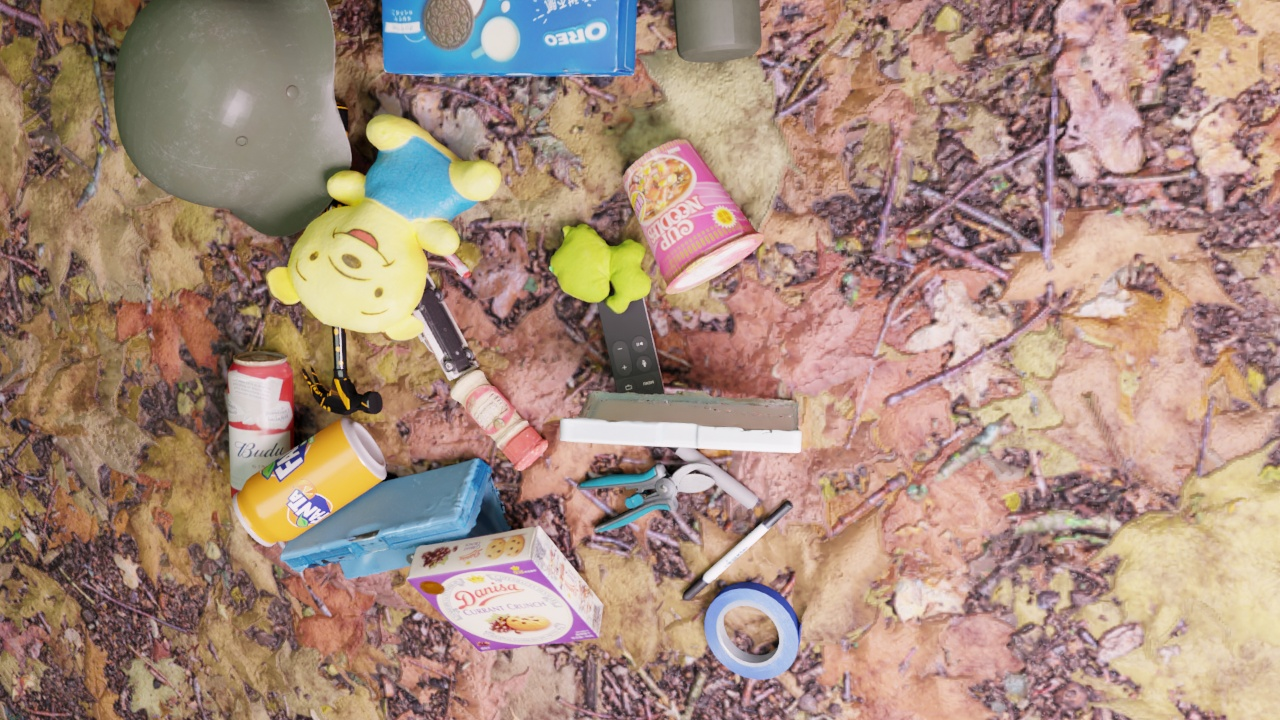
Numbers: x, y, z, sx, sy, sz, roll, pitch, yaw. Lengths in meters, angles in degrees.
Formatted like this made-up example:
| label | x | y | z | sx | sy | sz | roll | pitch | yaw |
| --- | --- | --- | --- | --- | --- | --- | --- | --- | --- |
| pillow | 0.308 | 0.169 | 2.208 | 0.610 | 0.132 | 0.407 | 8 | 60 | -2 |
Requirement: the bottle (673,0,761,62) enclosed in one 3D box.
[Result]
| label | x | y | z | sx | sy | sz | roll | pitch | yaw |
| --- | --- | --- | --- | --- | --- | --- | --- | --- | --- |
| bottle | 0.058 | -0.357 | 0.755 | 0.071 | 0.071 | 0.207 | -1 | 100 | 19 |

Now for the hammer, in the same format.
| label | x | y | z | sx | sy | sz | roll | pitch | yaw |
| --- | --- | --- | --- | --- | --- | --- | --- | --- | --- |
| hammer | -0.316 | -0.102 | 0.948 | 0.123 | 0.036 | 0.321 | 7 | 101 | 38 |

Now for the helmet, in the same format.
| label | x | y | z | sx | sy | sz | roll | pitch | yaw |
| --- | --- | --- | --- | --- | --- | --- | --- | --- | --- |
| helmet | -0.398 | -0.251 | 0.863 | 0.227 | 0.153 | 0.268 | 44 | 115 | 20 |

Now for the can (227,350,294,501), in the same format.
| label | x | y | z | sx | sy | sz | roll | pitch | yaw |
| --- | --- | --- | --- | --- | --- | --- | --- | --- | --- |
| can | -0.415 | 0.078 | 1.007 | 0.067 | 0.067 | 0.170 | 8 | 103 | 17 |

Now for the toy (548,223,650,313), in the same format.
| label | x | y | z | sx | sy | sz | roll | pitch | yaw |
| --- | --- | --- | --- | --- | --- | --- | --- | --- | --- |
| toy | -0.038 | -0.087 | 0.860 | 0.094 | 0.036 | 0.094 | -14 | 80 | 10 |

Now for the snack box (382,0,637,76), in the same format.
| label | x | y | z | sx | sy | sz | roll | pitch | yaw |
| --- | --- | --- | --- | --- | --- | --- | --- | --- | --- |
| snack box | -0.119 | -0.358 | 0.825 | 0.239 | 0.056 | 0.196 | 6 | 103 | 17 |

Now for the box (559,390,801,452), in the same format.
| label | x | y | z | sx | sy | sz | roll | pitch | yaw |
| --- | --- | --- | --- | --- | --- | --- | --- | --- | --- |
| box | 0.039 | 0.056 | 0.793 | 0.197 | 0.136 | 0.049 | 3 | 102 | 8 |

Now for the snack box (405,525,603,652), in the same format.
| label | x | y | z | sx | sy | sz | roll | pitch | yaw |
| --- | --- | --- | --- | --- | --- | --- | --- | --- | --- |
| snack box | -0.132 | 0.231 | 0.916 | 0.144 | 0.040 | 0.148 | -13 | 131 | 21 |

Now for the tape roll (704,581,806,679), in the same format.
| label | x | y | z | sx | sy | sz | roll | pitch | yaw |
| --- | --- | --- | --- | --- | --- | --- | --- | --- | --- |
| tape roll | 0.109 | 0.262 | 0.890 | 0.093 | 0.016 | 0.091 | 19 | 106 | 15 |

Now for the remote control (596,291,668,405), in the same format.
| label | x | y | z | sx | sy | sz | roll | pitch | yaw |
| --- | --- | --- | --- | --- | --- | --- | --- | --- | --- |
| remote control | -0.005 | 0.005 | 0.871 | 0.045 | 0.008 | 0.146 | -13 | 90 | 13 |

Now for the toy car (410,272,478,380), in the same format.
| label | x | y | z | sx | sy | sz | roll | pitch | yaw |
| --- | --- | --- | --- | --- | --- | --- | --- | --- | --- |
| toy car | -0.210 | -0.033 | 0.932 | 0.039 | 0.039 | 0.113 | -27 | 92 | 42 |

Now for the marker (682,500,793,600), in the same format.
| label | x | y | z | sx | sy | sz | roll | pitch | yaw |
| --- | --- | --- | --- | --- | --- | --- | --- | --- | --- |
| marker | 0.092 | 0.185 | 0.884 | 0.011 | 0.011 | 0.152 | 45 | 110 | 6 |

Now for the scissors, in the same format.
| label | x | y | z | sx | sy | sz | roll | pitch | yaw |
| --- | --- | --- | --- | --- | --- | --- | --- | --- | --- |
| scissors | 0.000 | 0.131 | 0.896 | 0.128 | 0.019 | 0.153 | 30 | 113 | 16 |

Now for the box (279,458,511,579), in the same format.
| label | x | y | z | sx | sy | sz | roll | pitch | yaw |
| --- | --- | --- | --- | --- | --- | --- | --- | --- | --- |
| box | -0.253 | 0.187 | 0.980 | 0.232 | 0.094 | 0.102 | -16 | 124 | 20 |

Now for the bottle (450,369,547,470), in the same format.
| label | x | y | z | sx | sy | sz | roll | pitch | yaw |
| --- | --- | --- | --- | --- | --- | --- | --- | --- | --- |
| bottle | -0.142 | 0.059 | 0.923 | 0.109 | 0.044 | 0.044 | 47 | 111 | 5 |

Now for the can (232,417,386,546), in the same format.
| label | x | y | z | sx | sy | sz | roll | pitch | yaw |
| --- | --- | --- | --- | --- | --- | --- | --- | --- | --- |
| can | -0.344 | 0.127 | 0.961 | 0.142 | 0.079 | 0.079 | -33 | 89 | -3 |

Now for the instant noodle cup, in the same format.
| label | x | y | z | sx | sy | sz | roll | pitch | yaw |
| --- | --- | --- | --- | --- | --- | --- | --- | --- | --- |
| instant noodle cup | 0.039 | -0.129 | 0.800 | 0.098 | 0.097 | 0.108 | -32 | 82 | 22 |

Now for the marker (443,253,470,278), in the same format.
| label | x | y | z | sx | sy | sz | roll | pitch | yaw |
| --- | --- | --- | --- | --- | --- | --- | --- | --- | --- |
| marker | -0.220 | -0.136 | 0.928 | 0.142 | 0.012 | 0.013 | 48 | 111 | 5 |

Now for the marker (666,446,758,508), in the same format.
| label | x | y | z | sx | sy | sz | roll | pitch | yaw |
| --- | --- | --- | --- | --- | --- | --- | --- | --- | --- |
| marker | 0.053 | 0.094 | 0.877 | 0.140 | 0.016 | 0.016 | 37 | 110 | 9 |

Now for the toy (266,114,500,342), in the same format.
| label | x | y | z | sx | sy | sz | roll | pitch | yaw |
| --- | --- | --- | --- | --- | --- | --- | --- | --- | --- |
| toy | -0.240 | -0.120 | 0.876 | 0.149 | 0.084 | 0.214 | 31 | 90 | 5 |
